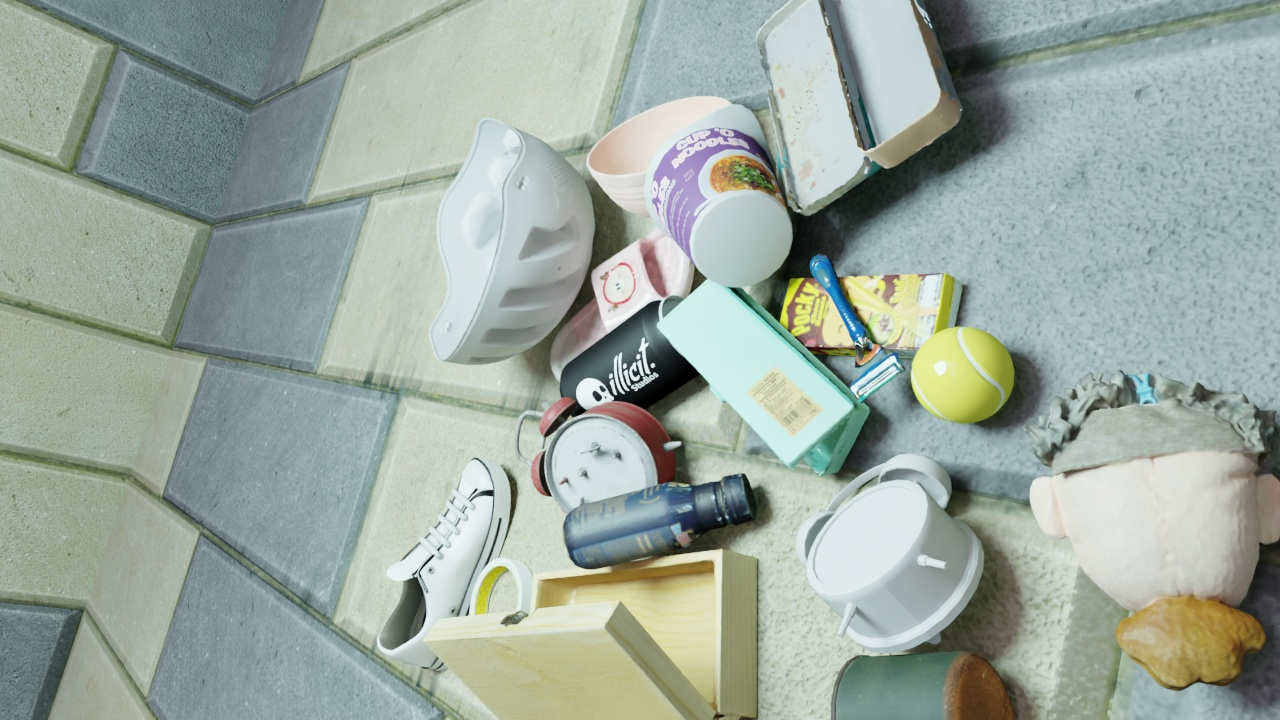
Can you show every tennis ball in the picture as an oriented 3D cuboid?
[{"bbox_3d":[0.216,0.010,0.616,0.065,0.065,0.065,-24,57,42],"label":"tennis ball"}]

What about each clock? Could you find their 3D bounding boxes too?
[{"bbox_3d":[0.164,0.124,0.615,0.120,0.061,0.159,-40,14,17],"label":"clock"},{"bbox_3d":[-0.048,0.091,0.830,0.157,0.061,0.110,17,109,19],"label":"clock"}]

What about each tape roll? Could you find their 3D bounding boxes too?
[{"bbox_3d":[-0.146,0.256,0.966,0.094,0.019,0.094,-23,57,41],"label":"tape roll"}]

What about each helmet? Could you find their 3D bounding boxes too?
[{"bbox_3d":[-0.147,-0.118,0.980,0.281,0.184,0.225,-78,13,-54],"label":"helmet"}]

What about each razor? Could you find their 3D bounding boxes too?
[{"bbox_3d":[0.159,-0.031,0.696,0.044,0.018,0.140,-42,43,28],"label":"razor"}]

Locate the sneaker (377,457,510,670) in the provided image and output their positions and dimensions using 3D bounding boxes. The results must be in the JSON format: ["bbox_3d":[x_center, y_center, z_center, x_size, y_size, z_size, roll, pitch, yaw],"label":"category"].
[{"bbox_3d":[-0.228,0.220,1.016,0.091,0.097,0.245,25,94,51],"label":"sneaker"}]

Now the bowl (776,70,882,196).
[{"bbox_3d":[0.176,-0.185,0.765,0.121,0.046,0.121,-24,57,42],"label":"bowl"}]

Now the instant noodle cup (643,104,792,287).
[{"bbox_3d":[0.075,-0.131,0.772,0.121,0.121,0.137,-105,31,-57],"label":"instant noodle cup"}]

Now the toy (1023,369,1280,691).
[{"bbox_3d":[0.284,0.087,0.497,0.133,0.076,0.175,-9,64,31],"label":"toy"}]

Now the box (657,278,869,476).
[{"bbox_3d":[0.087,0.008,0.727,0.188,0.079,0.078,51,133,40],"label":"box"}]

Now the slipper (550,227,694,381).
[{"bbox_3d":[-0.023,-0.052,0.932,0.222,0.055,0.106,-43,47,31],"label":"slipper"}]

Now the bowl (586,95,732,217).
[{"bbox_3d":[0.031,-0.188,0.894,0.153,0.076,0.152,-17,35,12],"label":"bowl"}]

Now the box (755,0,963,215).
[{"bbox_3d":[0.162,-0.235,0.738,0.151,0.043,0.216,-29,53,34],"label":"box"}]

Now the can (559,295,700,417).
[{"bbox_3d":[-0.005,0.005,0.865,0.146,0.080,0.080,-35,50,35],"label":"can"}]

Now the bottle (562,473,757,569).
[{"bbox_3d":[0.016,0.132,0.764,0.161,0.056,0.056,-17,57,15],"label":"bottle"}]

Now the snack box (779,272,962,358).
[{"bbox_3d":[0.174,-0.034,0.717,0.149,0.025,0.061,4,76,50],"label":"snack box"}]

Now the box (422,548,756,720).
[{"bbox_3d":[-0.037,0.243,0.763,0.249,0.184,0.141,-21,80,45],"label":"box"}]

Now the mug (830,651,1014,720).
[{"bbox_3d":[0.178,0.234,0.557,0.081,0.084,0.111,-21,90,41],"label":"mug"}]
